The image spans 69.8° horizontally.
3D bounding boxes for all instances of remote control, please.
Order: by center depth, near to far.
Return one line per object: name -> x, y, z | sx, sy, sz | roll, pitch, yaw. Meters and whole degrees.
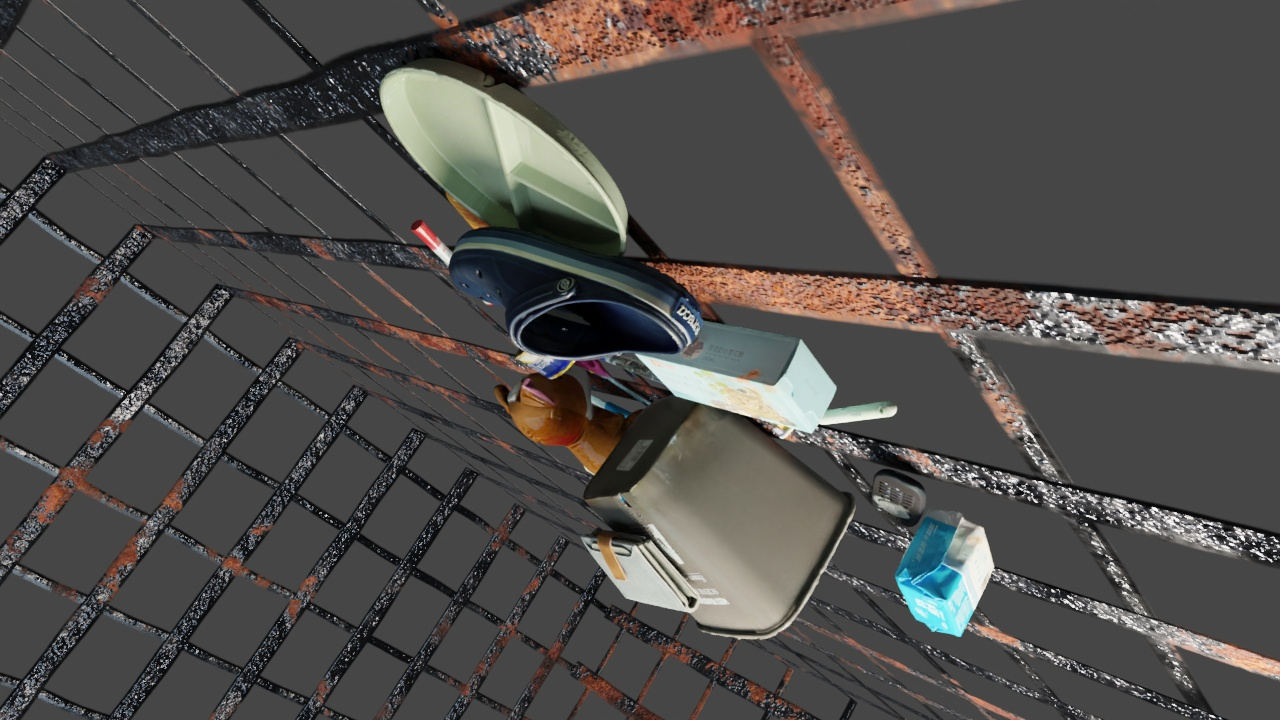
remote control -> 0.253, 0.131, 0.897 | 0.053, 0.024, 0.136 | 24, 163, 21

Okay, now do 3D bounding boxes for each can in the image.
can -> -0.093, -0.023, 1.000 | 0.049, 0.074, 0.148 | 33, 164, -10

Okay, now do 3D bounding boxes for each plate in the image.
plate -> -0.105, -0.154, 0.732 | 0.230, 0.027, 0.230 | 30, 163, 10

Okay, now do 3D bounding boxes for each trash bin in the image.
trash bin -> 0.077, 0.162, 1.016 | 0.220, 0.198, 0.199 | 42, 153, -13

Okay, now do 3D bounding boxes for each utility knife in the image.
utility knife -> -0.004, 0.085, 1.242 | 0.186, 0.018, 0.034 | 26, 147, 25

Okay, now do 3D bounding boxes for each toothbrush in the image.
toothbrush -> 0.171, 0.051, 0.830 | 0.020, 0.029, 0.190 | -7, 175, -21

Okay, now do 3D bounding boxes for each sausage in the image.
sausage -> -0.141, -0.119, 0.904 | 0.021, 0.021, 0.165 | 18, 158, 40

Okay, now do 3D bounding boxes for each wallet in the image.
wallet -> -0.007, 0.227, 0.992 | 0.106, 0.036, 0.130 | 51, 153, -15

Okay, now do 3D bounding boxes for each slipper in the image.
slipper -> -0.064, -0.042, 0.778 | 0.253, 0.095, 0.105 | 16, 156, 34

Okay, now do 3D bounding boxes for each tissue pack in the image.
tissue pack -> 0.304, 0.213, 0.922 | 0.063, 0.089, 0.140 | 21, 160, 36

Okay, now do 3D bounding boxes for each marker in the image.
marker -> -0.006, 0.006, 1.024 | 0.146, 0.016, 0.017 | 21, 160, 34
marker -> -0.215, -0.111, 1.068 | 0.017, 0.017, 0.145 | 17, 157, 42

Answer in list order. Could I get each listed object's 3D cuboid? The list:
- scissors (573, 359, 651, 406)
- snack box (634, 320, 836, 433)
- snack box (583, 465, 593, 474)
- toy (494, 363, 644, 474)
scissors -> -0.041, 0.023, 1.143 | 0.137, 0.017, 0.077 | 37, 163, -28
snack box -> 0.081, 0.008, 0.812 | 0.175, 0.051, 0.074 | 13, 156, 47
snack box -> 0.000, 0.146, 1.285 | 0.140, 0.086, 0.034 | 27, 162, 18
toy -> -0.082, 0.068, 1.164 | 0.199, 0.130, 0.140 | 21, 157, -21
